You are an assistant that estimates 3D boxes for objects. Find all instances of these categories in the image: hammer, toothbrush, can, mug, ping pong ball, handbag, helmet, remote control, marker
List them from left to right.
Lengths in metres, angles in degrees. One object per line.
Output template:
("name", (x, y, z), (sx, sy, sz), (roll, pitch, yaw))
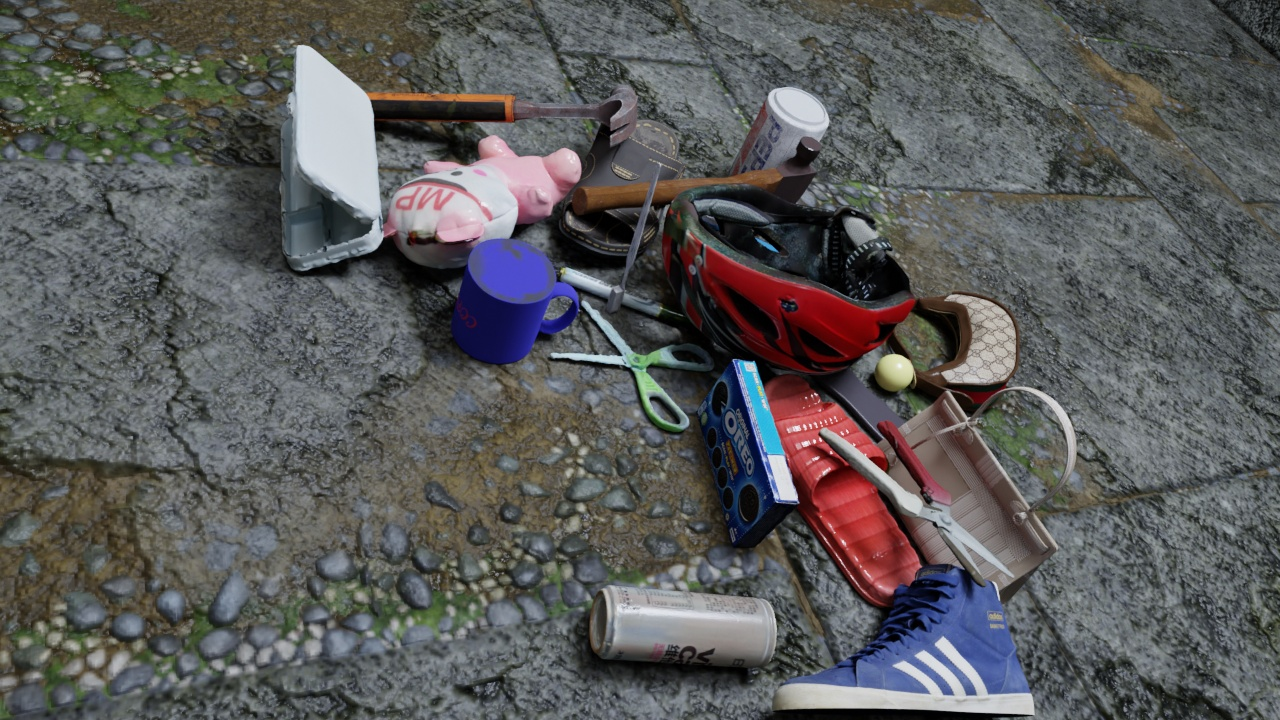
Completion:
("hammer", (-0.159, -0.263, 0.974), (0.314, 0.035, 0.137), (0, 31, -3))
("mug", (-0.111, -0.052, 0.839), (0.111, 0.084, 0.079), (4, 50, -22))
("marker", (-0.015, -0.064, 0.940), (0.146, 0.017, 0.017), (20, 46, -7))
("toothbrush", (-0.008, -0.111, 0.869), (0.010, 0.182, 0.010), (-21, 57, -33))
("can", (0.032, 0.204, 0.702), (0.135, 0.054, 0.054), (10, 48, -17))
("hammer", (0.065, -0.182, 0.981), (0.322, 0.116, 0.033), (-13, 57, -37))
("toothbrush", (0.139, -0.140, 1.078), (0.166, 0.014, 0.016), (25, 46, -4))
("can", (0.162, -0.251, 1.099), (0.078, 0.136, 0.078), (13, 47, -14))
("helmet", (0.138, -0.083, 0.918), (0.271, 0.167, 0.217), (15, 32, -22))
("remote control", (0.231, 0.044, 0.962), (0.046, 0.009, 0.124), (-28, 67, -39))
("ping pong ball", (0.272, 0.013, 0.986), (0.040, 0.040, 0.040), (13, 47, -14))
("handbag", (0.352, -0.013, 1.043), (0.138, 0.063, 0.166), (14, 48, 10))
("handbag", (0.309, 0.103, 0.814), (0.062, 0.198, 0.175), (-7, 55, -29))

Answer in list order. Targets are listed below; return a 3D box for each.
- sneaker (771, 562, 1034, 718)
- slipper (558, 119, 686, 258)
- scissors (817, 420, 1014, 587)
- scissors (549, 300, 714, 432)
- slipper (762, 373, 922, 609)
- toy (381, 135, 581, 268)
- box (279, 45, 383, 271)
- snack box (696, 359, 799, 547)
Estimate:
("sneaker", (0.209, 0.218, 0.730), (0.233, 0.092, 0.118), (9, 64, -20))
("slipper", (-0.011, -0.207, 1.024), (0.113, 0.076, 0.267), (26, 46, -1))
("scissors", (0.236, 0.112, 0.801), (0.179, 0.015, 0.186), (23, 33, 4))
("scissors", (-0.001, 0.001, 0.896), (0.167, 0.023, 0.171), (-25, 67, -32))
("slipper", (0.187, 0.107, 0.854), (0.103, 0.059, 0.248), (-9, 57, -30))
("toy", (-0.159, -0.154, 0.901), (0.142, 0.084, 0.212), (15, 36, 24))
("box", (-0.297, -0.204, 0.840), (0.106, 0.125, 0.215), (-15, 55, -5))
("snack box", (0.092, 0.081, 0.817), (0.027, 0.082, 0.150), (4, 49, -23))
